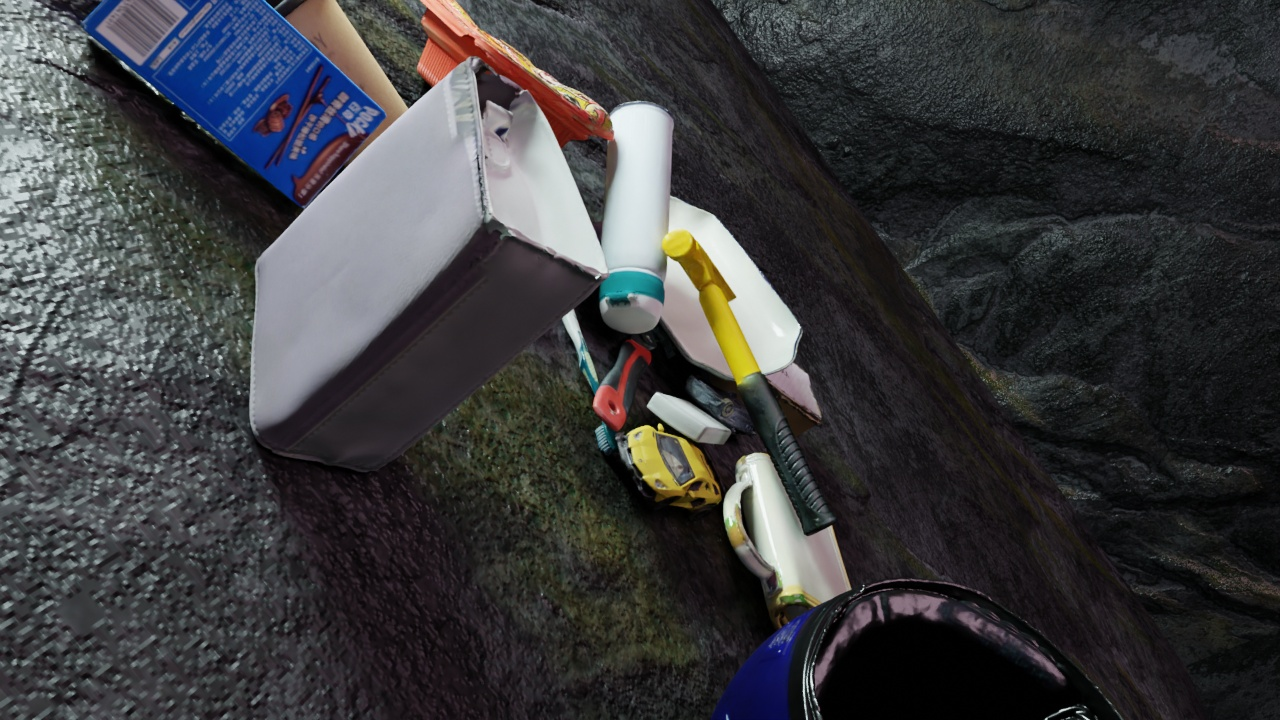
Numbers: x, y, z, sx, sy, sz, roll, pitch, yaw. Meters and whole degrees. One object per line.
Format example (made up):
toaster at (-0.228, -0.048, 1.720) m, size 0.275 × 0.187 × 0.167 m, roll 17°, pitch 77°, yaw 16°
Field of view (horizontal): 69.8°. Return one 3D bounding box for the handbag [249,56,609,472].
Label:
handbag at (-0.123, -0.048, 0.499) m, size 0.098 × 0.197 × 0.144 m, roll 20°, pitch 42°, yaw -49°

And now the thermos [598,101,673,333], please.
thermos at (-0.004, -0.137, 0.889) m, size 0.073 × 0.073 × 0.224 m, roll 26°, pitch 59°, yaw -47°

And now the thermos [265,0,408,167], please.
thermos at (-0.224, -0.200, 0.650) m, size 0.143 × 0.093 × 0.092 m, roll 51°, pitch 23°, yaw -28°

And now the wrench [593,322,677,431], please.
wrench at (-0.005, 0.005, 0.848) m, size 0.056 × 0.016 × 0.272 m, roll 50°, pitch 19°, yaw -5°

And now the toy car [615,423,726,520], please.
toy car at (0.029, 0.093, 0.773) m, size 0.155 × 0.041 × 0.071 m, roll 27°, pitch 35°, yaw -62°

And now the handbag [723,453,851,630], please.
handbag at (0.119, 0.163, 0.834) m, size 0.178 × 0.063 × 0.163 m, roll 39°, pitch 29°, yaw -39°

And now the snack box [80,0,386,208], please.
snack box at (-0.248, -0.179, 0.574) m, size 0.157 × 0.084 × 0.026 m, roll 43°, pitch -6°, yaw -27°

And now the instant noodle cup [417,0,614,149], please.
instant noodle cup at (-0.131, -0.259, 0.863) m, size 0.188 × 0.079 × 0.164 m, roll 24°, pitch 18°, yaw -50°

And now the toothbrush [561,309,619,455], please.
toothbrush at (-0.051, 0.002, 0.795) m, size 0.016 × 0.018 × 0.191 m, roll 25°, pitch 36°, yaw -48°

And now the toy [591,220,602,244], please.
toy at (-0.009, -0.122, 0.949) m, size 0.107 × 0.039 × 0.084 m, roll -27°, pitch 90°, yaw -46°

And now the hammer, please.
hammer at (0.103, 0.019, 0.857) m, size 0.300 × 0.033 × 0.128 m, roll 66°, pitch 14°, yaw 16°

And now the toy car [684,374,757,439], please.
toy car at (0.086, 0.050, 0.946) m, size 0.054 × 0.037 × 0.120 m, roll 43°, pitch 8°, yaw 36°

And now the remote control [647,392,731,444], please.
remote control at (0.046, 0.055, 0.841) m, size 0.056 × 0.019 × 0.135 m, roll 35°, pitch 4°, yaw 15°

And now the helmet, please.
helmet at (0.153, 0.294, 0.506) m, size 0.247 × 0.241 × 0.315 m, roll 4°, pitch 34°, yaw -12°

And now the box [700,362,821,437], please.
box at (0.142, 0.027, 1.067) m, size 0.184 × 0.062 × 0.089 m, roll 38°, pitch 30°, yaw -37°

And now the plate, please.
plate at (0.062, -0.077, 0.996) m, size 0.161 × 0.034 × 0.265 m, roll -16°, pitch 59°, yaw -33°
